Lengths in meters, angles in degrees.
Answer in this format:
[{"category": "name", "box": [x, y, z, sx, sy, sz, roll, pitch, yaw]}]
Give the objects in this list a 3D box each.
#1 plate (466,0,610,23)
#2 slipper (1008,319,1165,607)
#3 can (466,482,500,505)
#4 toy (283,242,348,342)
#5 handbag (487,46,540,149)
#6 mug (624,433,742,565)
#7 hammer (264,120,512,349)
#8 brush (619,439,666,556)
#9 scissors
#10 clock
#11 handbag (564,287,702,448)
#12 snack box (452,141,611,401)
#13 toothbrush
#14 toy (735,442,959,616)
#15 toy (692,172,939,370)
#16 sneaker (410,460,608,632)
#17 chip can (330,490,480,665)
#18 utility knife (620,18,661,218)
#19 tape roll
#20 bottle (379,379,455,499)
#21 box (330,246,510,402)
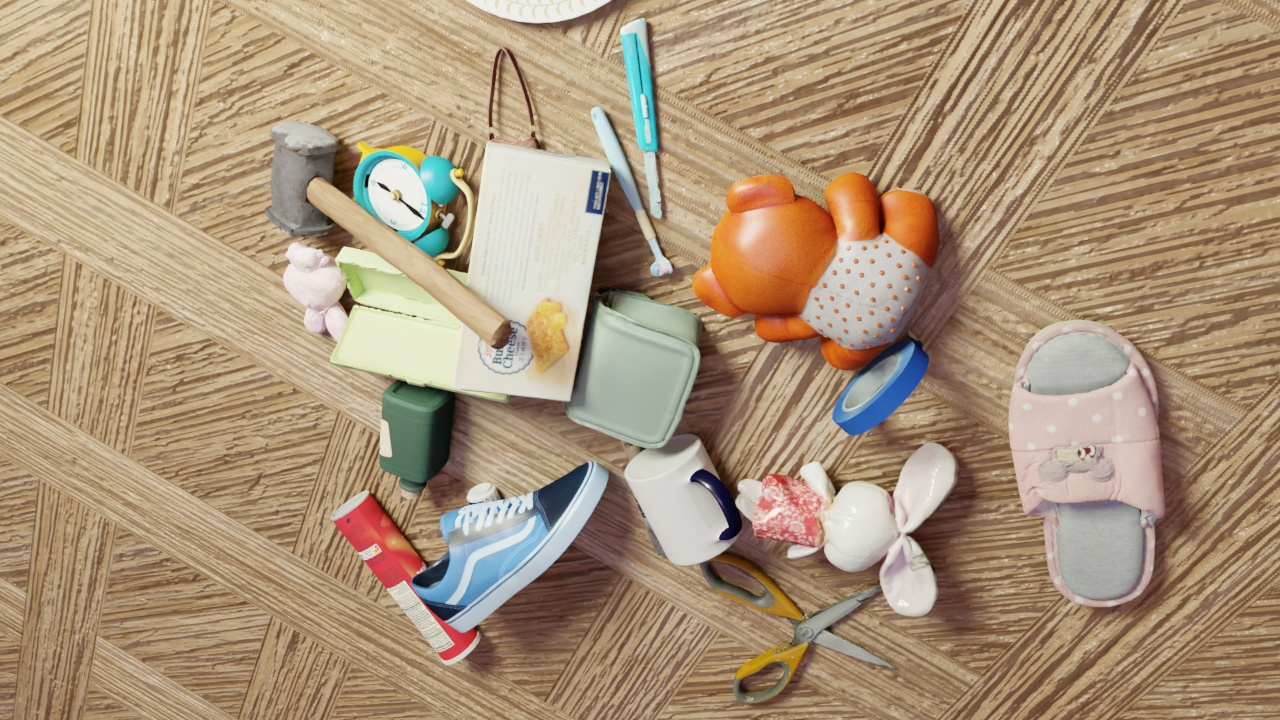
[{"category": "plate", "box": [-0.083, -0.384, 0.693, 0.243, 0.016, 0.243, 7, 117, 15]}, {"category": "slipper", "box": [0.372, 0.096, 0.757, 0.114, 0.054, 0.274, -10, 112, 21]}, {"category": "can", "box": [-0.155, 0.177, 0.980, 0.032, 0.032, 0.095, -9, 112, 22]}, {"category": "toy", "box": [-0.316, -0.069, 0.906, 0.063, 0.047, 0.110, 14, 128, 19]}, {"category": "handbag", "box": [-0.111, -0.206, 0.786, 0.055, 0.029, 0.120, 2, 110, 15]}, {"category": "mug", "box": [0.050, 0.131, 0.853, 0.112, 0.078, 0.097, 0, 121, 57]}, {"category": "hammer", "box": [-0.221, -0.103, 0.783, 0.328, 0.052, 0.098, 35, 124, 30]}, {"category": "brush", "box": [0.012, 0.135, 0.917, 0.039, 0.012, 0.151, -11, 111, 23]}, {"category": "scissors", "box": [0.144, 0.271, 0.938, 0.230, 0.016, 0.226, 41, 120, -5]}, {"category": "clock", "box": [-0.208, -0.146, 0.836, 0.130, 0.043, 0.099, 27, 120, 12]}, {"category": "handbag", "box": [-0.005, 0.005, 0.827, 0.106, 0.067, 0.122, 17, 120, -1]}, {"category": "snack box", "box": [-0.095, -0.074, 0.782, 0.104, 0.057, 0.208, 7, 107, -13]}, {"category": "toothbrush", "box": [-0.008, -0.143, 0.786, 0.022, 0.016, 0.155, -11, 112, 36]}, {"category": "toy", "box": [0.180, 0.145, 0.830, 0.194, 0.084, 0.159, 6, 98, 19]}, {"category": "toy", "box": [0.137, -0.076, 0.736, 0.172, 0.092, 0.164, 18, 123, -5]}, {"category": "sneaker", "box": [-0.140, 0.172, 0.917, 0.098, 0.083, 0.242, 42, 106, -16]}, {"category": "chip can", "box": [-0.264, 0.246, 1.038, 0.052, 0.051, 0.215, -27, 104, 27]}, {"category": "utility knife", "box": [0.006, -0.196, 0.758, 0.022, 0.015, 0.162, -14, 115, -8]}, {"category": "tape roll", "box": [0.197, 0.022, 0.756, 0.016, 0.091, 0.093, 41, 115, -4]}, {"category": "bottle", "box": [-0.231, 0.085, 0.943, 0.061, 0.061, 0.131, 18, 119, 12]}, {"category": "box", "box": [-0.198, -0.037, 0.873, 0.188, 0.066, 0.127, 11, 103, 12]}]
